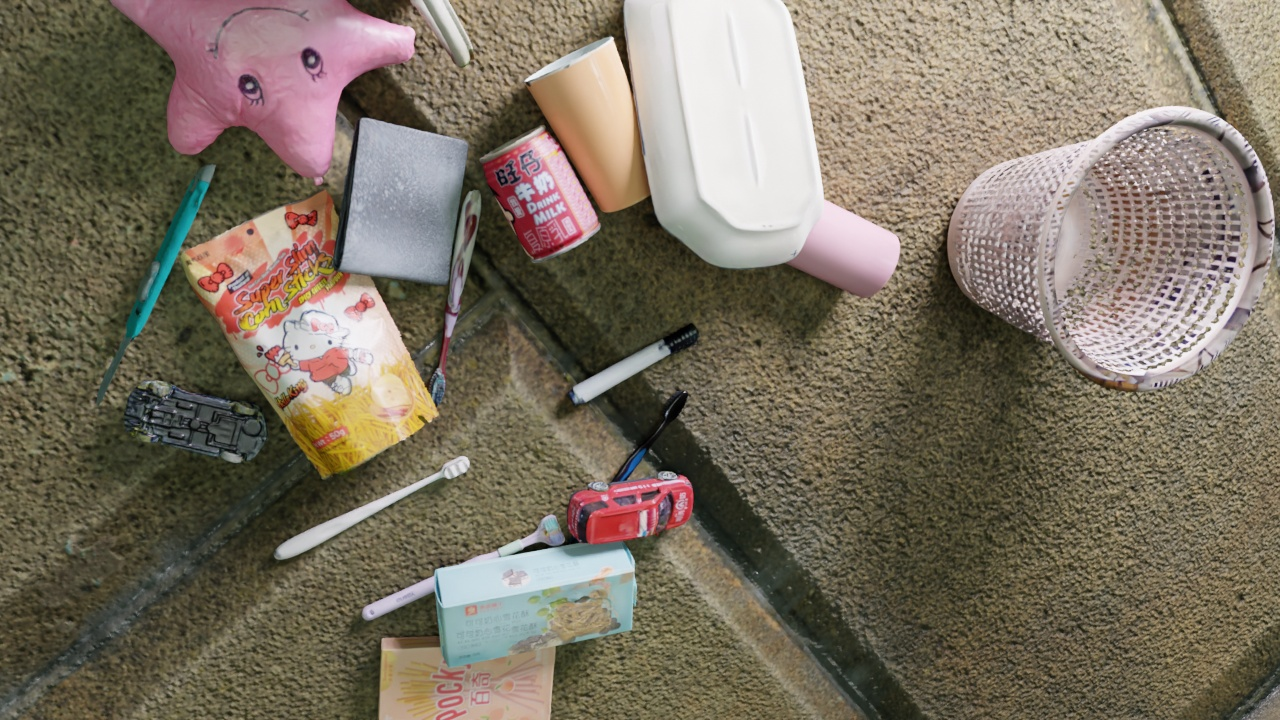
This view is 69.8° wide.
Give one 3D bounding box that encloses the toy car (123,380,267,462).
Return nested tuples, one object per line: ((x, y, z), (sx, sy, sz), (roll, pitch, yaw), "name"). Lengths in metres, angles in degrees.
((-0.350, 0.048, 0.729), (0.105, 0.031, 0.049), (17, 98, -17), "toy car")

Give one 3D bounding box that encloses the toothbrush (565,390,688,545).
((-0.015, 0.103, 0.847), (0.014, 0.016, 0.189), (34, 94, -29), "toothbrush")

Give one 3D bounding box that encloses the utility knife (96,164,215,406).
((-0.373, -0.058, 0.701), (0.013, 0.029, 0.209), (22, 97, -46), "utility knife")

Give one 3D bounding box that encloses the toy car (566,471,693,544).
((-0.006, 0.136, 0.830), (0.120, 0.045, 0.053), (-9, 116, -23), "toy car")

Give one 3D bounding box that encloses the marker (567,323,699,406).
((-0.005, 0.005, 0.823), (0.130, 0.018, 0.023), (-30, 118, -8), "marker")

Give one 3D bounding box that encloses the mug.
((-0.033, -0.187, 0.745), (0.078, 0.078, 0.123), (-29, 113, -8), "mug")

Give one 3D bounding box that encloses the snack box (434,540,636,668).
((-0.093, 0.213, 0.816), (0.174, 0.051, 0.074), (-8, 122, -16), "snack box")

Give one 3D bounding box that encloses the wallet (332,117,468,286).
((-0.187, -0.123, 0.726), (0.097, 0.019, 0.121), (4, 102, -43), "wallet")

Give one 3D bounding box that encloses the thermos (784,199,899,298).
((0.128, -0.111, 0.803), (0.198, 0.067, 0.087), (20, 70, -20), "thermos")

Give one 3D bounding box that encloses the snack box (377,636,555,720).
((-0.159, 0.294, 0.840), (0.157, 0.026, 0.084), (2, 102, -16), "snack box")

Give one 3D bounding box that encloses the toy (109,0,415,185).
((-0.260, -0.218, 0.672), (0.194, 0.074, 0.179), (-22, 116, -12), "toy")

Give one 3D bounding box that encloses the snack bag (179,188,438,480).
((-0.258, -0.018, 0.731), (0.128, 0.073, 0.208), (-29, 101, -7), "snack bag")

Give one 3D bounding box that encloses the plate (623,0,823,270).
((0.076, -0.207, 0.741), (0.161, 0.034, 0.265), (-6, 84, -24), "plate")

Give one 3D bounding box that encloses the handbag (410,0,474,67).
((-0.170, -0.287, 0.635), (0.063, 0.163, 0.179), (-30, 109, -6), "handbag")

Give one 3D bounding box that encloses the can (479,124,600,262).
((-0.082, -0.135, 0.744), (0.066, 0.066, 0.094), (-30, 109, -7), "can")

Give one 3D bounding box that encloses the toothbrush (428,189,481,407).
((-0.156, -0.050, 0.768), (0.016, 0.017, 0.188), (10, 100, -18), "toothbrush")

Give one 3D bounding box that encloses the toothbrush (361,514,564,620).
((-0.159, 0.189, 0.820), (0.189, 0.021, 0.029), (-23, 88, -7), "toothbrush")

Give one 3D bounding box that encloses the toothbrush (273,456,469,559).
((-0.230, 0.128, 0.788), (0.180, 0.016, 0.016), (-26, 101, -8), "toothbrush")

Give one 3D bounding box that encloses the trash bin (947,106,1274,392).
((0.390, -0.103, 0.814), (0.227, 0.192, 0.227), (-3, 103, -15), "trash bin")
